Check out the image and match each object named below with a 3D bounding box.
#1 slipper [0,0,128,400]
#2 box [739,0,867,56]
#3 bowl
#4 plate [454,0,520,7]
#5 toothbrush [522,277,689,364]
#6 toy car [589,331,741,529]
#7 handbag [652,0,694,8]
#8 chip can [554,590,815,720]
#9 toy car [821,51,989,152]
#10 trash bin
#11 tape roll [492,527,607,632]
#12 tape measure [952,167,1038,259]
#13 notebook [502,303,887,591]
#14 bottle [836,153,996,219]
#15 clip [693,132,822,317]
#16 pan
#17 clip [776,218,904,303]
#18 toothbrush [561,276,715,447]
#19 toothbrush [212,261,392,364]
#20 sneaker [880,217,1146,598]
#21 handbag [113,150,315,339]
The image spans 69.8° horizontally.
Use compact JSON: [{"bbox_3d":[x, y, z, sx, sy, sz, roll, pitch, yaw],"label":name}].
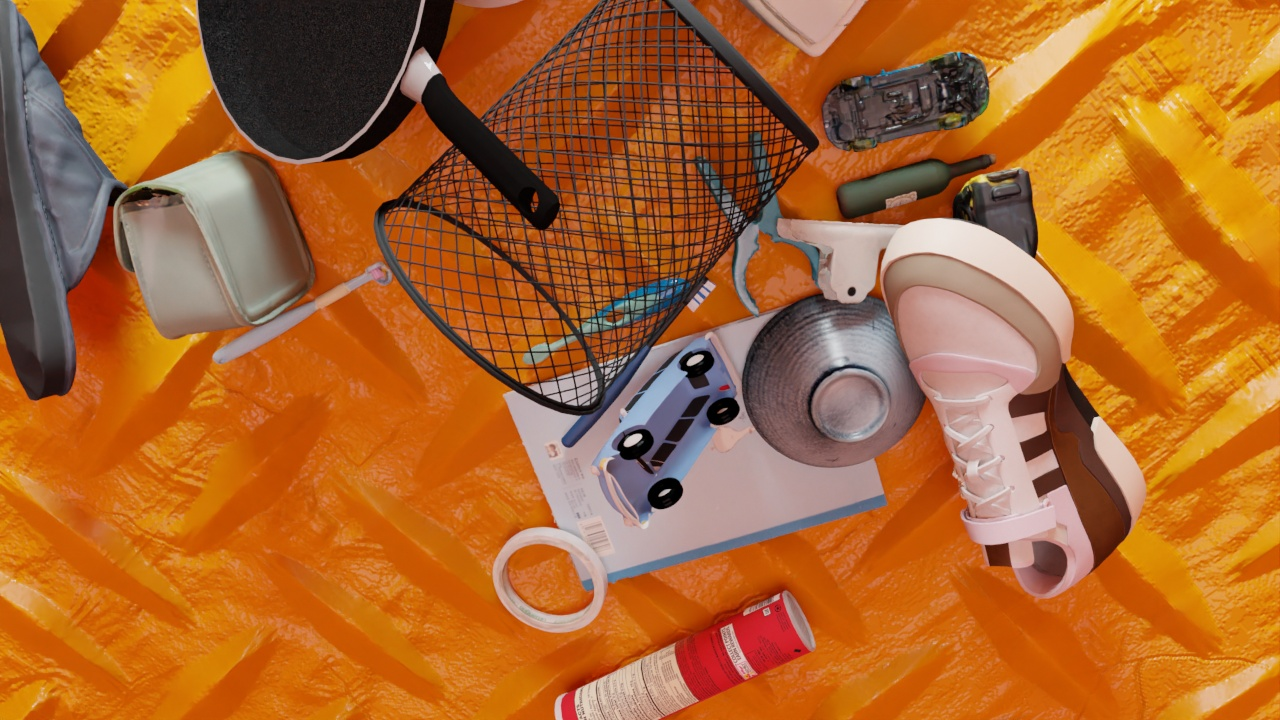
[{"bbox_3d":[-0.402,-0.110,0.635,0.109,0.083,0.265,-1,98,43],"label":"slipper"},{"bbox_3d":[0.091,-0.273,0.516,0.184,0.044,0.144,23,113,-40],"label":"box"},{"bbox_3d":[0.143,0.024,0.648,0.137,0.057,0.137,0,108,1],"label":"bowl"},{"bbox_3d":[-0.105,-0.301,0.531,0.182,0.034,0.182,12,117,25],"label":"plate"},{"bbox_3d":[-0.026,-0.029,0.671,0.135,0.017,0.022,-25,106,8],"label":"toothbrush"},{"bbox_3d":[0.017,0.045,0.624,0.055,0.153,0.056,-6,123,43],"label":"toy car"},{"bbox_3d":[-0.011,-0.306,0.552,0.172,0.060,0.109,36,111,-9],"label":"handbag"},{"bbox_3d":[0.035,0.255,0.746,0.215,0.051,0.052,-29,105,12],"label":"chip can"},{"bbox_3d":[0.172,-0.170,0.601,0.105,0.032,0.048,-13,109,13],"label":"toy car"},{"bbox_3d":[-0.019,-0.105,0.551,0.184,0.183,0.210,43,106,-11],"label":"trash bin"},{"bbox_3d":[-0.073,0.177,0.736,0.093,0.013,0.093,5,113,12],"label":"tape roll"},{"bbox_3d":[0.234,-0.088,0.605,0.042,0.072,0.071,-15,97,4],"label":"tape measure"},{"bbox_3d":[0.044,0.069,0.703,0.253,0.009,0.181,-17,107,8],"label":"notebook"},{"bbox_3d":[0.187,-0.121,0.621,0.106,0.025,0.025,-15,108,8],"label":"bottle"},{"bbox_3d":[0.100,-0.097,0.635,0.120,0.030,0.130,-5,107,6],"label":"clip"},{"bbox_3d":[-0.149,-0.186,0.515,0.356,0.034,0.226,46,119,23],"label":"pan"},{"bbox_3d":[0.139,-0.071,0.632,0.101,0.052,0.060,1,117,-15],"label":"clip"},{"bbox_3d":[-0.004,0.004,0.669,0.014,0.014,0.168,41,107,2],"label":"toothbrush"},{"bbox_3d":[-0.253,-0.033,0.679,0.155,0.016,0.022,-26,144,11],"label":"toothbrush"},{"bbox_3d":[0.228,0.046,0.603,0.112,0.116,0.294,0,134,50],"label":"sneaker"},{"bbox_3d":[-0.281,-0.078,0.611,0.067,0.121,0.106,-9,111,8],"label":"handbag"}]
